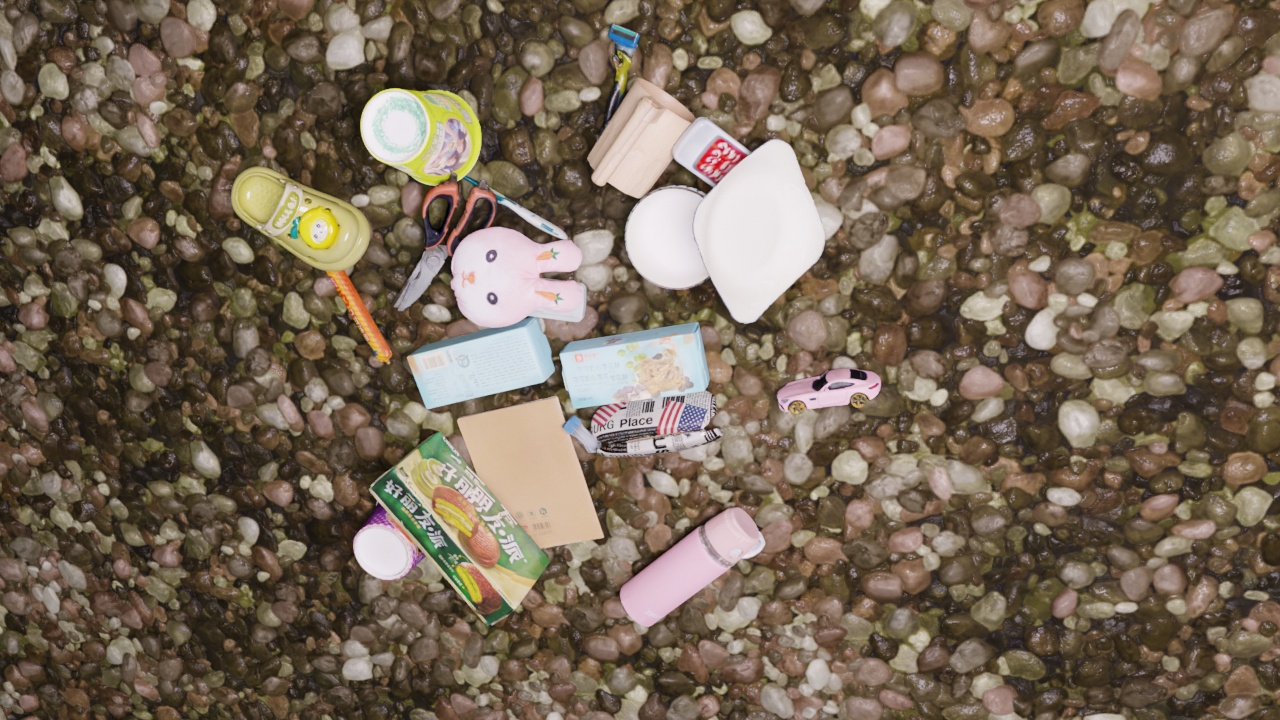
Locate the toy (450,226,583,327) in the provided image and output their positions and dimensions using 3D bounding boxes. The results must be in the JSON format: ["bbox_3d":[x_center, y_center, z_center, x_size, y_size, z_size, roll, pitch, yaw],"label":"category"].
[{"bbox_3d":[-0.148,-0.101,1.097,0.159,0.054,0.121,-4,86,3],"label":"toy"}]

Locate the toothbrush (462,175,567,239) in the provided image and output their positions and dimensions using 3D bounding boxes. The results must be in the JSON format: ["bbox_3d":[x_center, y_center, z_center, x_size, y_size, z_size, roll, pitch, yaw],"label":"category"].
[{"bbox_3d":[-0.171,-0.193,1.108,0.191,0.016,0.018,31,122,1],"label":"toothbrush"}]

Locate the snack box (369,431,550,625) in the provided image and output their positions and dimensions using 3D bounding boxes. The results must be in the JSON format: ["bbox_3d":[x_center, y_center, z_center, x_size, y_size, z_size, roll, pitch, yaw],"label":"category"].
[{"bbox_3d":[-0.233,0.218,1.200,0.063,0.114,0.240,-38,94,27],"label":"snack box"}]

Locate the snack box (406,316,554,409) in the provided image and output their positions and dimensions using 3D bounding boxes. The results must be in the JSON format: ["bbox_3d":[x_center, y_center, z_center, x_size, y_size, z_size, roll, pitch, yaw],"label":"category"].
[{"bbox_3d":[-0.202,0.003,1.161,0.175,0.051,0.074,-13,107,17],"label":"snack box"}]

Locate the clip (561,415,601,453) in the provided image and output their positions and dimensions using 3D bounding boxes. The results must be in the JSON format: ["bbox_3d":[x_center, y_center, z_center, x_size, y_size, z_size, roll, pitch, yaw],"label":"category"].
[{"bbox_3d":[-0.074,0.097,1.182,0.058,0.038,0.026,44,77,-8],"label":"clip"}]

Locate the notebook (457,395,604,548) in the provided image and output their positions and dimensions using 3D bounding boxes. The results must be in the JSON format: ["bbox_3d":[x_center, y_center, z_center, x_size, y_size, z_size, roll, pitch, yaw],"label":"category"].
[{"bbox_3d":[-0.146,0.157,1.225,0.148,0.008,0.208,-13,105,16],"label":"notebook"}]

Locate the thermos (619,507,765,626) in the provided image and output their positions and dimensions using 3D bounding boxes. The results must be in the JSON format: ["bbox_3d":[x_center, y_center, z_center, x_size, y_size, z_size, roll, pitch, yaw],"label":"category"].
[{"bbox_3d":[0.071,0.270,1.192,0.199,0.067,0.087,-41,128,19],"label":"thermos"}]

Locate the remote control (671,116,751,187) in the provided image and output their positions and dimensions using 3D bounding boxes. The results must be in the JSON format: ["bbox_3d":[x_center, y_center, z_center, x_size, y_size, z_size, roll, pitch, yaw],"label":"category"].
[{"bbox_3d":[0.098,-0.212,1.008,0.136,0.020,0.056,29,115,-32],"label":"remote control"}]

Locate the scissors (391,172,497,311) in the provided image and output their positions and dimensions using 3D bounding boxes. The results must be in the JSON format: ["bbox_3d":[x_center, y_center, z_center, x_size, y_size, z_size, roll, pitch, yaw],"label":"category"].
[{"bbox_3d":[-0.260,-0.140,1.122,0.209,0.015,0.185,-18,135,7],"label":"scissors"}]

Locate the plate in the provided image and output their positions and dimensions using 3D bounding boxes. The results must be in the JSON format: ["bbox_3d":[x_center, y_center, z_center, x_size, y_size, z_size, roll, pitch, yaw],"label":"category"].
[{"bbox_3d":[0.124,-0.142,1.004,0.164,0.034,0.164,-42,124,-19],"label":"plate"}]

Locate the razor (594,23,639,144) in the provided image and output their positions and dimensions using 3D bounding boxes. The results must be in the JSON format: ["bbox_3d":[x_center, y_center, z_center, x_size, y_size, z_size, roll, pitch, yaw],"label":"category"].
[{"bbox_3d":[-0.028,-0.302,1.037,0.043,0.022,0.143,34,121,35],"label":"razor"}]

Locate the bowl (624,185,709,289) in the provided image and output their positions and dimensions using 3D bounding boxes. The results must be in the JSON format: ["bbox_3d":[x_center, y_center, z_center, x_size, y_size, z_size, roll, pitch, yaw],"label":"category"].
[{"bbox_3d":[0.045,-0.145,1.051,0.116,0.066,0.116,4,108,12],"label":"bowl"}]

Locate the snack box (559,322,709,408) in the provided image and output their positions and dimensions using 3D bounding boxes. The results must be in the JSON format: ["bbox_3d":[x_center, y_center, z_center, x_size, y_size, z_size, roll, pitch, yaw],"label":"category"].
[{"bbox_3d":[-0.007,0.007,1.121,0.175,0.051,0.074,-9,107,14],"label":"snack box"}]

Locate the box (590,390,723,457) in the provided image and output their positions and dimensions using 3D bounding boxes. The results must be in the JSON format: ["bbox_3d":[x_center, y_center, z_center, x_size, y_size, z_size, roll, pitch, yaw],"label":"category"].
[{"bbox_3d":[0.018,0.074,1.139,0.163,0.076,0.087,-8,87,17],"label":"box"}]

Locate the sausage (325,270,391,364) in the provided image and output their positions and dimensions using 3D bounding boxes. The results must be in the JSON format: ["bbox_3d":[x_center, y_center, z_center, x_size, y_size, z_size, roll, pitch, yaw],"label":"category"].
[{"bbox_3d":[-0.367,-0.067,1.188,0.021,0.021,0.165,-24,102,18],"label":"sausage"}]

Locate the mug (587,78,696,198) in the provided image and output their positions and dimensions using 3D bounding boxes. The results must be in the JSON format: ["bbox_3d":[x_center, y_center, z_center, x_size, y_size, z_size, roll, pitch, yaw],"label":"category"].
[{"bbox_3d":[-0.004,-0.239,0.999,0.084,0.124,0.104,38,113,1],"label":"mug"}]

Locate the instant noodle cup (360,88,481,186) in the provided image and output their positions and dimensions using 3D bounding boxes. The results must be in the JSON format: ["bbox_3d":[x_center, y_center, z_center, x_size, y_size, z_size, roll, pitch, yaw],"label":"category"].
[{"bbox_3d":[-0.252,-0.258,1.035,0.112,0.123,0.112,1,97,9],"label":"instant noodle cup"}]

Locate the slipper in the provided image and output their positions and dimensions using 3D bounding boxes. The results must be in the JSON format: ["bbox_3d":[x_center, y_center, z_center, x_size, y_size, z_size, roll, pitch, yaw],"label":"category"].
[{"bbox_3d":[-0.430,-0.176,1.128,0.190,0.081,0.092,28,98,6],"label":"slipper"}]

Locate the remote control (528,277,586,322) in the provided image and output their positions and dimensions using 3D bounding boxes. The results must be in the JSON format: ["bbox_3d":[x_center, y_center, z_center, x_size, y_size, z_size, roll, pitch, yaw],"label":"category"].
[{"bbox_3d":[-0.129,-0.078,1.133,0.125,0.024,0.049,8,108,10],"label":"remote control"}]

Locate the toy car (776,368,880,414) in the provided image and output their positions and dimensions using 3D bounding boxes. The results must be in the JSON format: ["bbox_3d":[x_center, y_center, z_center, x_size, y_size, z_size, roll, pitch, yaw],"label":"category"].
[{"bbox_3d":[0.220,0.033,1.080,0.122,0.056,0.037,-9,110,15],"label":"toy car"}]

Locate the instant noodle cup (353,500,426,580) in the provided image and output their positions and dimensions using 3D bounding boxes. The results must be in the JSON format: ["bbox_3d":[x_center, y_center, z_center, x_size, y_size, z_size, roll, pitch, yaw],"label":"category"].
[{"bbox_3d":[-0.328,0.237,1.243,0.111,0.099,0.112,3,109,9],"label":"instant noodle cup"}]
